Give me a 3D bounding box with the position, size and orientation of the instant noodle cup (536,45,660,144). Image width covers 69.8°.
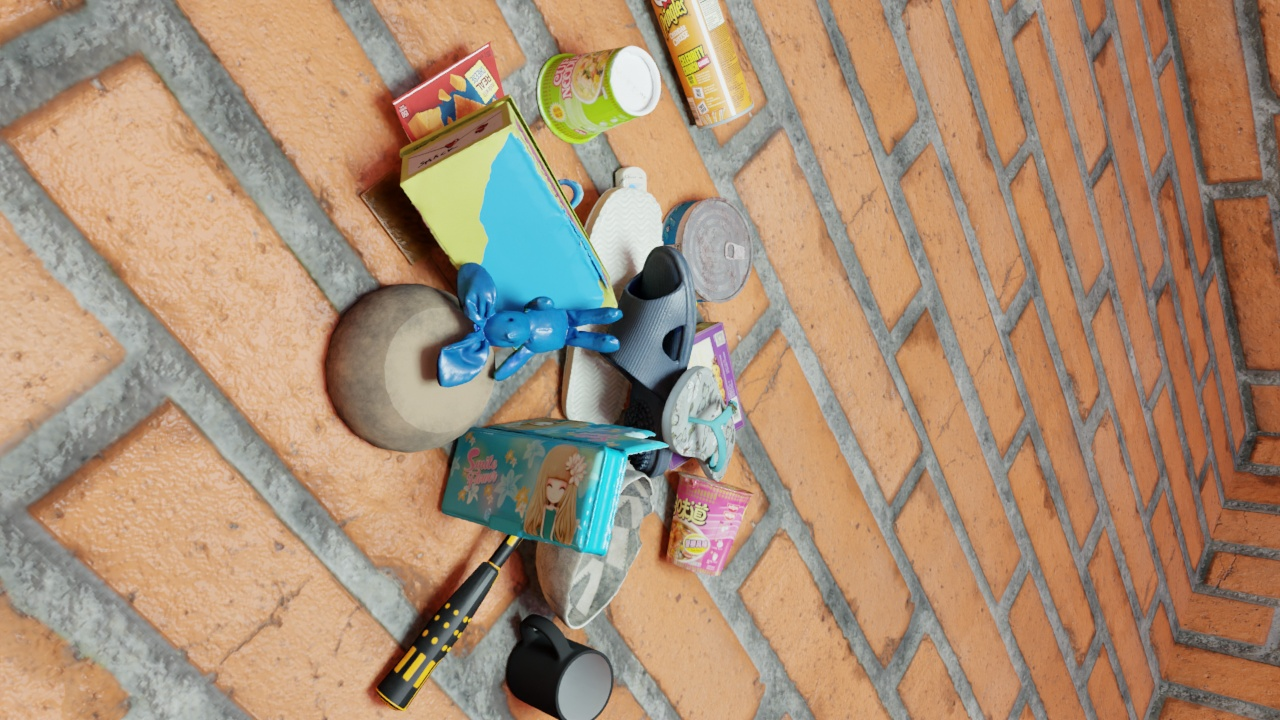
[{"bbox_3d":[-0.040,-0.288,0.977,0.098,0.108,0.099,-2,93,-42],"label":"instant noodle cup"}]

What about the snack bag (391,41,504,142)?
[{"bbox_3d":[-0.167,-0.218,0.906,0.130,0.039,0.144,-45,131,-31],"label":"snack bag"}]

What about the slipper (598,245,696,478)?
[{"bbox_3d":[-0.006,0.006,0.983,0.082,0.101,0.264,-5,113,-28],"label":"slipper"}]

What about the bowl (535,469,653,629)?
[{"bbox_3d":[-0.061,0.190,0.986,0.177,0.081,0.179,-52,154,-38],"label":"bowl"}]

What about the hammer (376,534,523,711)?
[{"bbox_3d":[-0.149,0.205,0.916,0.036,0.123,0.320,47,72,-29],"label":"hammer"}]

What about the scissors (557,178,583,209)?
[{"bbox_3d":[-0.095,-0.126,0.959,0.134,0.011,0.140,30,94,-10],"label":"scissors"}]

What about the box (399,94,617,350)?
[{"bbox_3d":[-0.121,-0.122,0.878,0.124,0.082,0.221,-27,127,7],"label":"box"}]

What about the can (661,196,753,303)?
[{"bbox_3d":[0.082,-0.136,1.142,0.129,0.044,0.130,-2,94,-43],"label":"can"}]

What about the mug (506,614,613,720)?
[{"bbox_3d":[-0.091,0.320,0.971,0.078,0.088,0.113,-32,113,-38],"label":"mug"}]

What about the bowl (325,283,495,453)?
[{"bbox_3d":[-0.205,0.008,0.861,0.162,0.070,0.162,-2,94,-43],"label":"bowl"}]

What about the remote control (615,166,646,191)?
[{"bbox_3d":[-0.009,-0.163,1.074,0.038,0.018,0.125,-10,101,-42],"label":"remote control"}]

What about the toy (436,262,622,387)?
[{"bbox_3d":[-0.106,-0.035,0.850,0.176,0.071,0.113,-3,96,-23],"label":"toy"}]

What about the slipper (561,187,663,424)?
[{"bbox_3d":[-0.039,-0.058,1.028,0.114,0.054,0.272,8,95,-41],"label":"slipper"}]

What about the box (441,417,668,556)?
[{"bbox_3d":[-0.085,0.094,0.870,0.169,0.228,0.086,-48,122,-30],"label":"box"}]

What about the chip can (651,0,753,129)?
[{"bbox_3d":[0.065,-0.392,1.092,0.075,0.075,0.215,-41,118,-34],"label":"chip can"}]

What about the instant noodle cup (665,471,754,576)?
[{"bbox_3d":[0.080,0.202,1.129,0.097,0.098,0.108,17,88,-42],"label":"instant noodle cup"}]

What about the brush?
[{"bbox_3d":[-0.214,-0.120,0.884,0.048,0.017,0.126,-50,123,-29],"label":"brush"}]

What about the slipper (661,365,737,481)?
[{"bbox_3d":[0.087,0.075,1.026,0.269,0.055,0.098,48,58,-66],"label":"slipper"}]

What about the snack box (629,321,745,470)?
[{"bbox_3d":[0.057,0.041,1.129,0.147,0.041,0.143,-25,109,-39],"label":"snack box"}]
